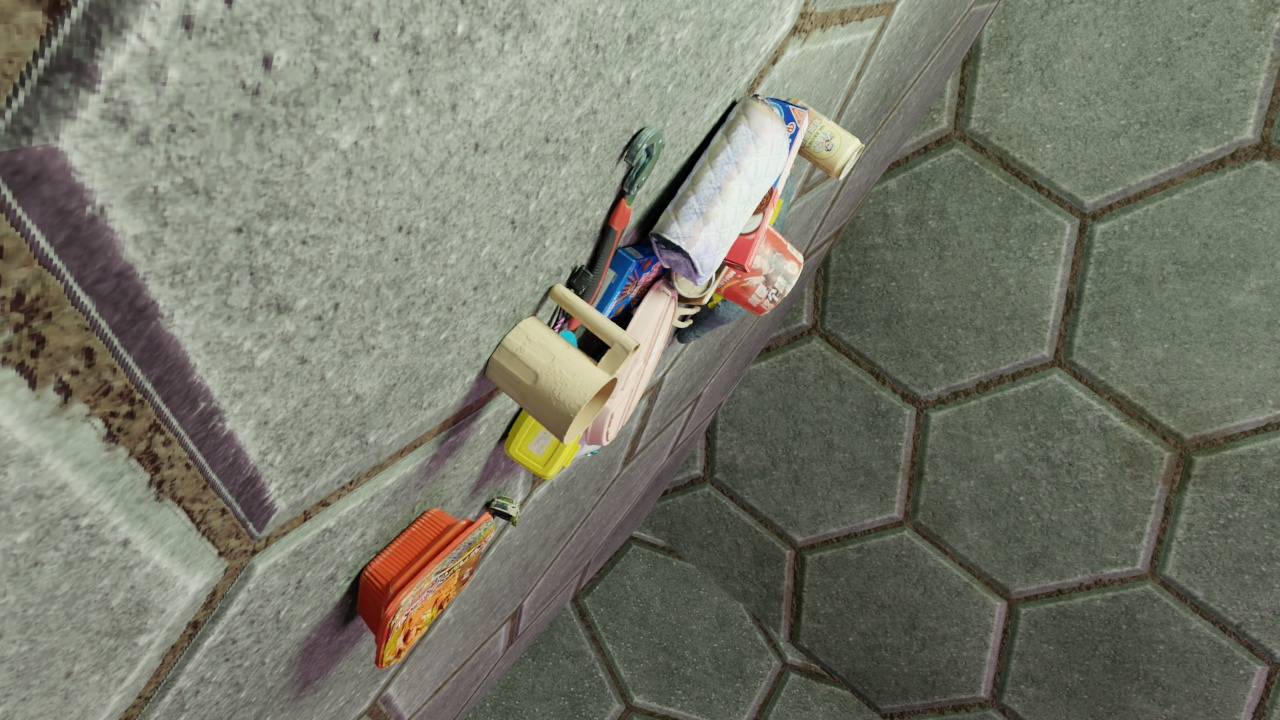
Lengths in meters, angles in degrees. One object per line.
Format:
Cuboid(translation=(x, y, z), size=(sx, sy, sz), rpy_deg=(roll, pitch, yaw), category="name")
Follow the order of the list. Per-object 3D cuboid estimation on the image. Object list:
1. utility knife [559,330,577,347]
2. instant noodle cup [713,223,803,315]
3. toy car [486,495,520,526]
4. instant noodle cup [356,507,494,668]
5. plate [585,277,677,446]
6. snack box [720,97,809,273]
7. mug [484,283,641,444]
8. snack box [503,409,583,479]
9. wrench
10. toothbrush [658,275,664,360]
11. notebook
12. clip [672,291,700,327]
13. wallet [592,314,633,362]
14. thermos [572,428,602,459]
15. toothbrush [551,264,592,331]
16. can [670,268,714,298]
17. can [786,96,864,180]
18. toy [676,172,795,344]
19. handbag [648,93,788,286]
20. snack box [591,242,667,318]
Cuboid(translation=(-0.086, 0.002, 1.089), size=(0.034, 0.018, 0.199), rpy_deg=(-39, 168, -8), category="utility knife")
Cuboid(translation=(0.158, -0.136, 1.309), size=(0.138, 0.108, 0.137), rpy_deg=(-51, -166, 18), category="instant noodle cup")
Cuboid(translation=(-0.187, 0.206, 1.271), size=(0.090, 0.042, 0.035), rpy_deg=(106, 1, -76), category="toy car")
Cuboid(translation=(-0.248, 0.245, 1.028), size=(0.164, 0.079, 0.189), rpy_deg=(-44, 165, -39), category="instant noodle cup")
Cuboid(translation=(-0.007, 0.007, 1.144), size=(0.229, 0.028, 0.229), rpy_deg=(26, 88, -82), category="plate")
Cuboid(translation=(0.145, -0.215, 1.128), size=(0.058, 0.057, 0.207), rpy_deg=(14, 98, -78), category="snack box")
Cuboid(translation=(-0.076, 0.002, 0.890), size=(0.125, 0.103, 0.084), rpy_deg=(-55, 170, 12), category="mug")
Cuboid(translation=(-0.108, 0.085, 1.110), size=(0.091, 0.082, 0.080), rpy_deg=(-57, 179, 21), category="snack box")
Cuboid(translation=(-0.029, -0.124, 0.915), size=(0.056, 0.016, 0.274), rpy_deg=(-43, 166, -41), category="wrench")
Cuboid(translation=(0.023, -0.058, 1.273), size=(0.016, 0.014, 0.189), rpy_deg=(-36, 150, -25), category="toothbrush")
Cuboid(translation=(0.120, -0.164, 1.251), size=(0.207, 0.008, 0.148), rpy_deg=(-57, -167, -4), category="notebook")
Cuboid(translation=(0.050, -0.066, 1.326), size=(0.035, 0.092, 0.102), rpy_deg=(-58, 179, 30), category="clip")
Cuboid(translation=(-0.025, -0.007, 1.280), size=(0.106, 0.040, 0.133), rpy_deg=(-46, 169, -11), category="wallet")
Cuboid(translation=(-0.090, 0.104, 1.271), size=(0.073, 0.073, 0.224), rpy_deg=(-54, 170, 8), category="thermos")
Cuboid(translation=(-0.091, -0.028, 0.967), size=(0.014, 0.018, 0.190), rpy_deg=(-43, 168, -50), category="toothbrush")
Cuboid(translation=(0.064, -0.113, 1.157), size=(0.053, 0.053, 0.134), rpy_deg=(-55, -174, 12), category="can")
Cuboid(translation=(0.231, -0.292, 1.206), size=(0.058, 0.116, 0.058), rpy_deg=(-50, 170, -13), category="can")
Cuboid(translation=(0.157, -0.141, 1.515), size=(0.357, 0.091, 0.137), rpy_deg=(-57, -163, 30), category="toy")
Cuboid(translation=(0.092, -0.185, 1.026), size=(0.193, 0.075, 0.134), rpy_deg=(-58, 162, -7), category="handbag")
Cuboid(translation=(-0.008, -0.096, 1.072), size=(0.085, 0.026, 0.156), rpy_deg=(-57, 169, 22), category="snack box")
